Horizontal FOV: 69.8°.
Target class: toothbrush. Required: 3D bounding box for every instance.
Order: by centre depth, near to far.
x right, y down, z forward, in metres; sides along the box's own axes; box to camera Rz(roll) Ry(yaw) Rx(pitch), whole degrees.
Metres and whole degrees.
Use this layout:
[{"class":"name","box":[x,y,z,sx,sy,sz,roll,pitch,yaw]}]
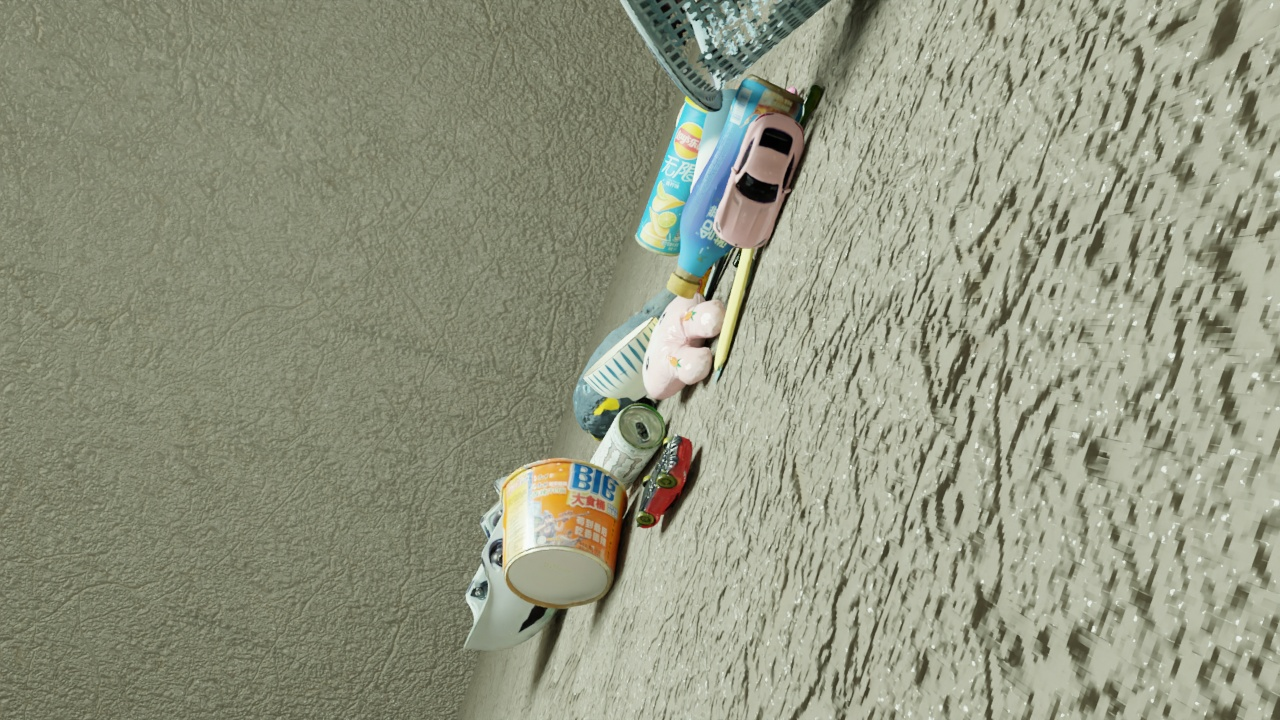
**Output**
[{"class":"toothbrush","box":[0.127,-0.169,0.860,0.017,0.012,0.186,-70,3,-63]},{"class":"toothbrush","box":[-0.013,0.087,1.223,0.027,0.026,0.213,-37,-6,-19]}]

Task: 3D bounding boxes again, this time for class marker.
[{"class":"marker","box":[0.088,-0.107,0.994,0.018,0.015,0.124,-78,7,-54]}]

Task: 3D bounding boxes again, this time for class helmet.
[{"class":"helmet","box":[-0.173,0.311,1.363,0.230,0.146,0.258,116,163,-53]}]

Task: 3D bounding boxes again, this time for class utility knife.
[{"class":"utility knife","box":[0.087,-0.057,0.843,0.031,0.018,0.162,122,168,-80]}]

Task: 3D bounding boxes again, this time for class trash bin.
[{"class":"trash bin","box":[0.089,-0.354,0.761,0.195,0.226,0.226,-25,29,23]}]

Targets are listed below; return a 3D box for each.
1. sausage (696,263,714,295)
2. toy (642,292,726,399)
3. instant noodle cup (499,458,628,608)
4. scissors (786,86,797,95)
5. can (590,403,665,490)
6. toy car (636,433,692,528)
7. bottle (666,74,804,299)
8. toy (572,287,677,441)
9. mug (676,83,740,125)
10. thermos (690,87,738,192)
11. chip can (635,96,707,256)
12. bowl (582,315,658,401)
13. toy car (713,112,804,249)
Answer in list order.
[{"class":"sausage","box":[0.082,-0.126,1.060,0.021,0.021,0.165,131,157,-73]},{"class":"toy","box":[0.044,-0.018,0.946,0.160,0.054,0.121,166,123,-73]},{"class":"instant noodle cup","box":[-0.089,0.200,1.032,0.111,0.151,0.152,-89,18,-46]},{"class":"scissors","box":[0.131,-0.211,0.936,0.135,0.017,0.133,-137,62,-79]},{"class":"can","box":[-0.017,0.104,1.052,0.147,0.058,0.058,120,168,-58]},{"class":"toy car","box":[0.021,0.113,0.827,0.049,0.031,0.107,-76,10,-45]},{"class":"bottle","box":[0.084,-0.161,0.886,0.065,0.065,0.219,-89,22,-70]},{"class":"toy","box":[-0.032,0.030,1.319,0.137,0.091,0.357,-38,-18,-44]},{"class":"mug","box":[0.105,-0.353,1.323,0.114,0.081,0.106,-43,8,4]},{"class":"thermos","box":[0.101,-0.248,1.078,0.219,0.070,0.070,-78,10,-48]},{"class":"chip can","box":[0.059,-0.249,1.251,0.071,0.071,0.211,-82,12,-61]},{"class":"bowl","box":[-0.007,0.007,1.129,0.116,0.066,0.116,-40,6,4]},{"class":"toy car","box":[0.106,-0.158,0.813,0.037,0.056,0.122,-67,-4,-81]}]
